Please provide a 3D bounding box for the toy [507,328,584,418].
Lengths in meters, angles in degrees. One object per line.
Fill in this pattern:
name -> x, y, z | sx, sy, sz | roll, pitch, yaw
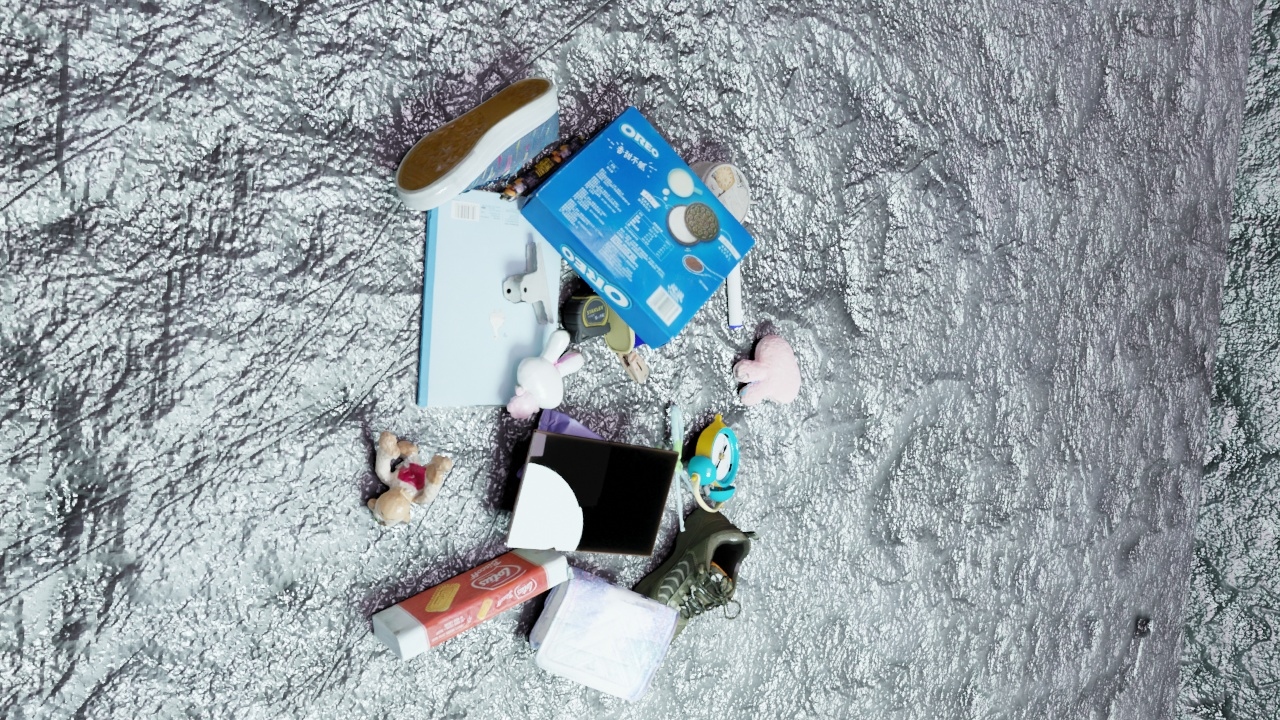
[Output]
toy -> -0.117, 0.020, 1.108 | 0.122, 0.038, 0.079 | -52, 136, -22

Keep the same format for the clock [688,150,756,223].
clock -> 0.092, -0.209, 1.242 | 0.156, 0.061, 0.103 | -42, 119, -29

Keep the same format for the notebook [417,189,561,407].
notebook -> -0.173, -0.071, 1.081 | 0.180, 0.009, 0.253 | 2, 94, -39

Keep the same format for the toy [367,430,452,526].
toy -> -0.265, 0.136, 1.002 | 0.085, 0.074, 0.106 | 31, 97, -5

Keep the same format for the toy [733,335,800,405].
toy -> 0.186, 0.020, 1.350 | 0.105, 0.053, 0.108 | -22, 109, -23

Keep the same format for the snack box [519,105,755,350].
snack box -> 0.002, -0.164, 1.124 | 0.239, 0.056, 0.195 | 46, 61, -9

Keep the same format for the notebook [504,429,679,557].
notebook -> -0.054, 0.166, 1.122 | 0.208, 0.008, 0.141 | 12, 95, -34

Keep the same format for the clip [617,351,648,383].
clip -> -0.012, 0.005, 1.212 | 0.052, 0.059, 0.026 | 30, 70, 5

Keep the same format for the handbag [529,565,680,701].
handbag -> -0.046, 0.341, 1.157 | 0.158, 0.069, 0.126 | 26, 93, -14

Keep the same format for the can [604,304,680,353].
can -> 0.001, -0.076, 1.188 | 0.092, 0.057, 0.116 | -17, 105, -37

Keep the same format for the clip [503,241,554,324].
clip -> -0.137, -0.087, 1.094 | 0.055, 0.046, 0.102 | -20, 107, -43

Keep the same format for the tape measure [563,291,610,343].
tape measure -> -0.069, -0.056, 1.150 | 0.061, 0.034, 0.061 | -20, 111, -48

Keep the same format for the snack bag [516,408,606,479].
snack bag -> -0.063, 0.147, 1.163 | 0.205, 0.058, 0.096 | 36, 70, -32

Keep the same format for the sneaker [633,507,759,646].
sneaker -> 0.084, 0.317, 1.242 | 0.101, 0.143, 0.237 | 49, 66, -31

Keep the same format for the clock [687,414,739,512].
clock -> 0.106, 0.148, 1.294 | 0.099, 0.044, 0.129 | 48, 51, -45

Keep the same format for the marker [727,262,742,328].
marker -> 0.132, -0.117, 1.311 | 0.020, 0.020, 0.141 | -10, 101, -37

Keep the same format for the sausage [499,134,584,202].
sausage -> -0.115, -0.230, 1.097 | 0.155, 0.020, 0.020 | -45, 120, -31

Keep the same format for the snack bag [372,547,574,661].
snack bag -> -0.191, 0.273, 1.061 | 0.224, 0.078, 0.041 | -21, 110, -35

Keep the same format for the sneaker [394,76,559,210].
sneaker -> -0.176, -0.229, 1.029 | 0.234, 0.087, 0.079 | -47, 141, -30

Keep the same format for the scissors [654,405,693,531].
scissors -> 0.052, 0.141, 1.245 | 0.171, 0.023, 0.172 | 60, 24, -55
